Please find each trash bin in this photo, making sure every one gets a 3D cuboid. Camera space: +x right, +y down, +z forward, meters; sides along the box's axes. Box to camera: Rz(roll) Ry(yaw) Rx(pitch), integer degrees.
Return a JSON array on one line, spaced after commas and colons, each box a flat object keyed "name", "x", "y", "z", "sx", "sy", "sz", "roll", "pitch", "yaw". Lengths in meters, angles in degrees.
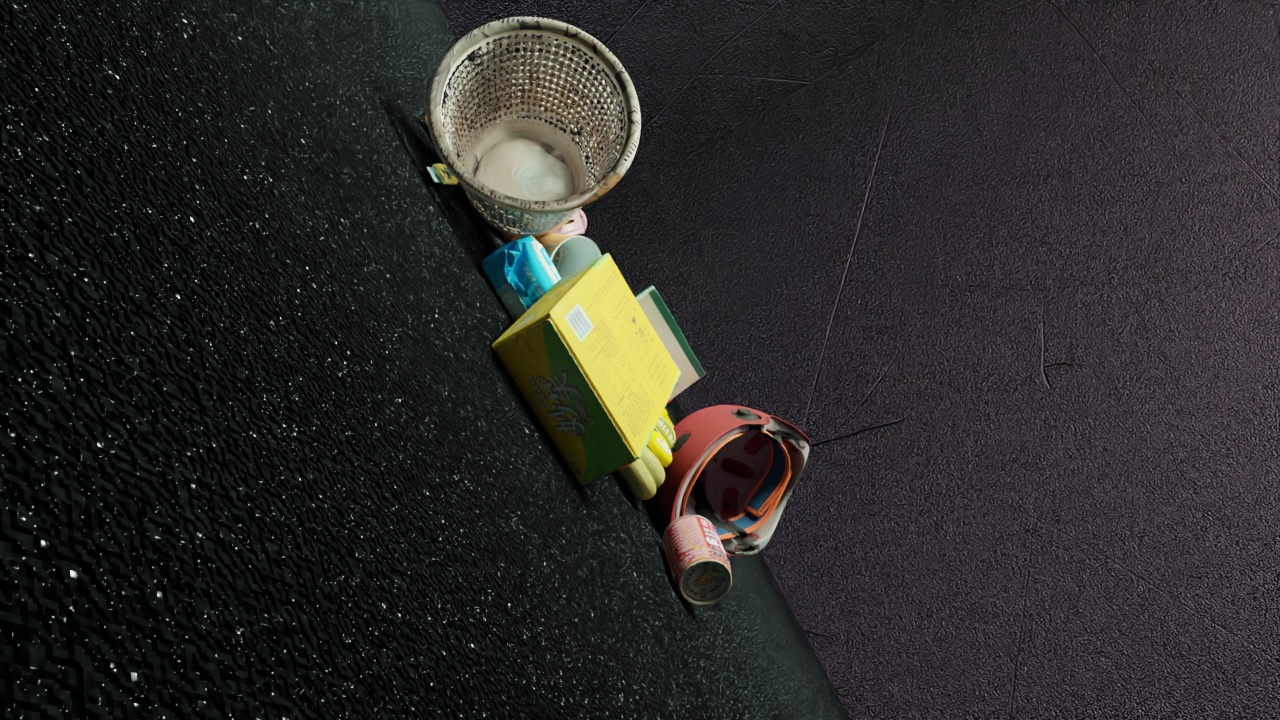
[{"name": "trash bin", "x": -0.127, "y": -0.244, "z": 1.059, "sx": 0.227, "sy": 0.227, "sz": 0.192, "roll": 60, "pitch": -15, "yaw": 5}]

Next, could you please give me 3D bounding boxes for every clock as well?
[{"name": "clock", "x": -0.138, "y": -0.201, "z": 1.382, "sx": 0.158, "sy": 0.117, "sz": 0.060, "roll": -76, "pitch": 146, "yaw": -82}]

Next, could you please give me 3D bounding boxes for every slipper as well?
[{"name": "slipper", "x": -0.002, "y": 0.094, "z": 1.128, "sx": 0.091, "sy": 0.081, "sz": 0.190, "roll": 56, "pitch": 2, "yaw": -20}]

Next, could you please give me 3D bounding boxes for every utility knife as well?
[{"name": "utility knife", "x": -0.226, "y": -0.212, "z": 1.056, "sx": 0.031, "sy": 0.022, "sz": 0.213, "roll": 55, "pitch": 8, "yaw": -11}]

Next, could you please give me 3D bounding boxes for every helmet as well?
[{"name": "helmet", "x": 0.094, "y": 0.148, "z": 1.230, "sx": 0.239, "sy": 0.207, "sz": 0.144, "roll": 13, "pitch": 13, "yaw": -43}]

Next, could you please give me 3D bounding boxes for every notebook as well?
[{"name": "notebook", "x": -0.007, "y": 0.007, "z": 1.195, "sx": 0.012, "sy": 0.150, "sz": 0.209, "roll": 54, "pitch": -1, "yaw": 39}]

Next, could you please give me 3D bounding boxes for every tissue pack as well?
[{"name": "tissue pack", "x": -0.126, "y": -0.092, "z": 1.027, "sx": 0.090, "sy": 0.063, "sz": 0.140, "roll": 59, "pitch": 4, "yaw": -9}]

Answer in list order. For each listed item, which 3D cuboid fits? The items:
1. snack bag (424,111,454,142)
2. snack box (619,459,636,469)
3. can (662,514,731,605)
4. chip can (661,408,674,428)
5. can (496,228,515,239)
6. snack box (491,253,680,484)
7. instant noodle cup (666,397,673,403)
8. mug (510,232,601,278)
[{"name": "snack bag", "x": -0.259, "y": -0.301, "z": 1.193, "sx": 0.104, "sy": 0.026, "sz": 0.048, "roll": -112, "pitch": 178, "yaw": -71}, {"name": "snack box", "x": -0.055, "y": 0.047, "z": 1.044, "sx": 0.155, "sy": 0.027, "sz": 0.077, "roll": 56, "pitch": -5, "yaw": 46}, {"name": "can", "x": 0.065, "y": 0.228, "z": 1.050, "sx": 0.066, "sy": 0.066, "sz": 0.093, "roll": 58, "pitch": 4, "yaw": -22}, {"name": "chip can", "x": 0.058, "y": 0.177, "z": 1.345, "sx": 0.213, "sy": 0.072, "sz": 0.072, "roll": 59, "pitch": 4, "yaw": -6}, {"name": "can", "x": -0.182, "y": -0.205, "z": 1.224, "sx": 0.058, "sy": 0.058, "sz": 0.146, "roll": 60, "pitch": 4, "yaw": 10}, {"name": "snack box", "x": -0.044, "y": 0.001, "z": 0.899, "sx": 0.158, "sy": 0.070, "sz": 0.209, "roll": 59, "pitch": 22, "yaw": -13}, {"name": "instant noodle cup", "x": -0.006, "y": 0.017, "z": 1.331, "sx": 0.138, "sy": 0.138, "sz": 0.108, "roll": 59, "pitch": 14, "yaw": -3}, {"name": "mug", "x": -0.113, "y": -0.127, "z": 1.157, "sx": 0.123, "sy": 0.078, "sz": 0.078, "roll": 23, "pitch": -27, "yaw": 50}]
